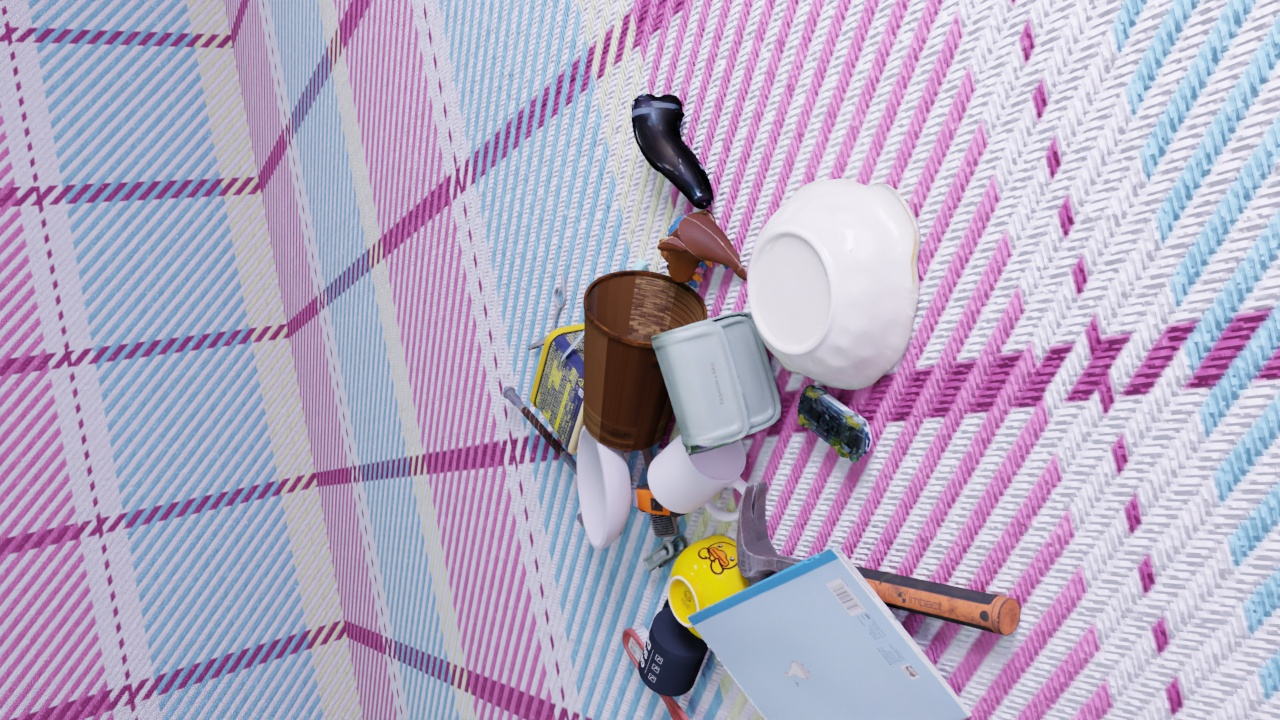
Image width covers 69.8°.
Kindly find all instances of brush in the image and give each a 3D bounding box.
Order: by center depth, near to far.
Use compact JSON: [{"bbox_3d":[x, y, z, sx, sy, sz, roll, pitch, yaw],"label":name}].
[{"bbox_3d":[0.013,0.151,1.123,0.050,0.015,0.135,-23,80,56],"label":"brush"},{"bbox_3d":[0.031,0.405,1.155,0.172,0.030,0.041,50,137,40],"label":"brush"}]

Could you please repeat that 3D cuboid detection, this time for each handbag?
[{"bbox_3d":[0.075,0.020,0.900,0.067,0.106,0.122,-13,93,59],"label":"handbag"}]

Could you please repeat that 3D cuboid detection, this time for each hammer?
[{"bbox_3d":[0.196,0.189,0.835,0.315,0.034,0.138,-3,96,57],"label":"hammer"},{"bbox_3d":[-0.121,0.119,1.295,0.322,0.044,0.099,41,131,44],"label":"hammer"}]

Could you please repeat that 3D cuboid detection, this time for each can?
[{"bbox_3d":[-0.076,0.038,1.178,0.104,0.075,0.135,51,138,33],"label":"can"}]

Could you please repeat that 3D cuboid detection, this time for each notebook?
[{"bbox_3d":[0.163,0.284,0.871,0.181,0.009,0.254,52,140,5],"label":"notebook"}]

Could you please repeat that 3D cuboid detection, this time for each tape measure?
[{"bbox_3d":[0.030,0.155,1.057,0.059,0.058,0.038,12,108,60],"label":"tape measure"}]

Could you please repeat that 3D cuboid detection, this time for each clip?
[{"bbox_3d":[0.030,0.234,1.111,0.076,0.042,0.023,-50,59,51],"label":"clip"}]

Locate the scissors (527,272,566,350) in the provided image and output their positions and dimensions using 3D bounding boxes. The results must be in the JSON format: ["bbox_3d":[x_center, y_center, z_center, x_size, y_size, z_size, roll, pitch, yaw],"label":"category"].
[{"bbox_3d":[-0.124,-0.048,1.283,0.142,0.014,0.158,13,109,52],"label":"scissors"}]

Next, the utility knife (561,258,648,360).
[{"bbox_3d":[-0.044,-0.058,1.096,0.166,0.015,0.022,-49,24,22],"label":"utility knife"}]

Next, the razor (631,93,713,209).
[{"bbox_3d":[0.039,-0.220,0.953,0.064,0.053,0.140,-39,69,19],"label":"razor"}]

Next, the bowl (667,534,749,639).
[{"bbox_3d":[0.073,0.258,1.012,0.117,0.067,0.117,22,117,53],"label":"bowl"}]

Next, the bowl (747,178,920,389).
[{"bbox_3d":[0.151,-0.063,0.808,0.188,0.060,0.220,65,146,23],"label":"bowl"}]

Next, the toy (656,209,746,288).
[{"bbox_3d":[0.065,-0.103,0.956,0.103,0.070,0.090,42,150,13],"label":"toy"}]

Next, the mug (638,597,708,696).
[{"bbox_3d":[0.038,0.334,1.099,0.105,0.071,0.078,-98,19,-54],"label":"mug"}]

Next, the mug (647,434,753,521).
[{"bbox_3d":[0.072,0.127,0.985,0.110,0.073,0.091,45,141,4],"label":"mug"}]

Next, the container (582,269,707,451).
[{"bbox_3d":[-0.006,0.006,1.019,0.132,0.132,0.168,50,143,38],"label":"container"}]

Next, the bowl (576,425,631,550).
[{"bbox_3d":[-0.039,0.148,1.093,0.150,0.043,0.149,176,91,-73],"label":"bowl"}]

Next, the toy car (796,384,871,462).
[{"bbox_3d":[0.177,0.056,0.830,0.090,0.027,0.039,42,129,45],"label":"toy car"}]
